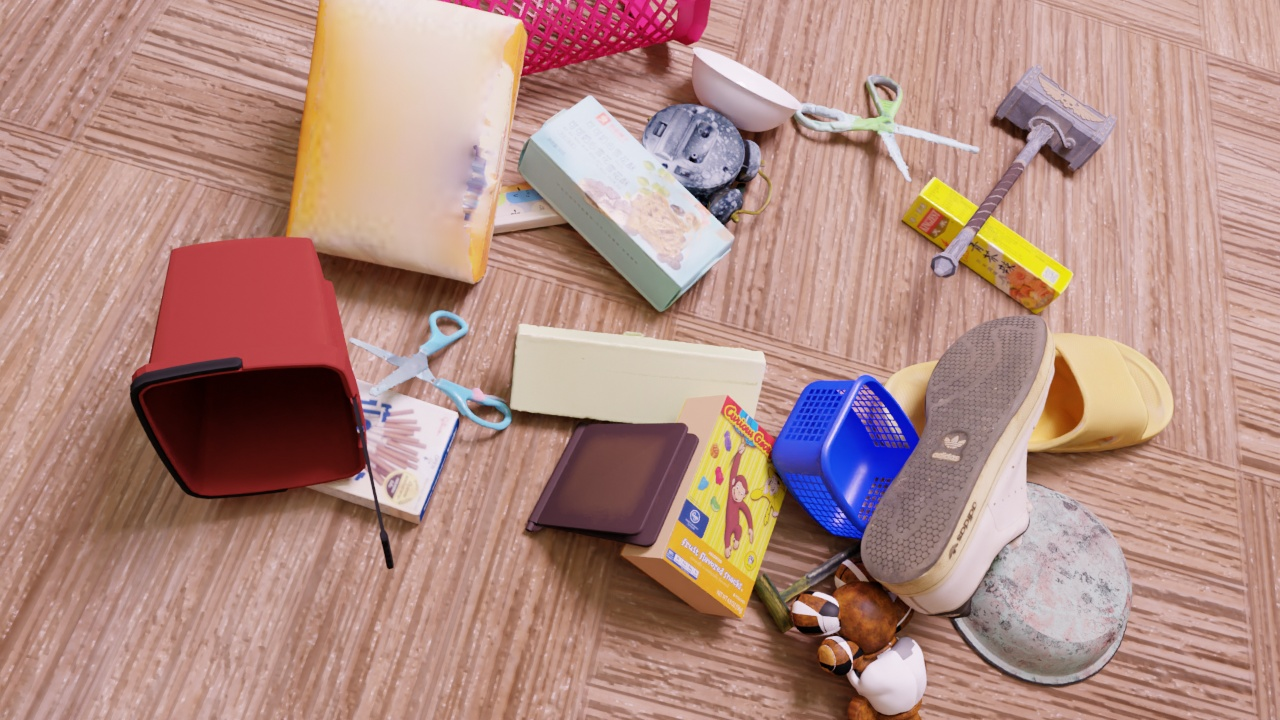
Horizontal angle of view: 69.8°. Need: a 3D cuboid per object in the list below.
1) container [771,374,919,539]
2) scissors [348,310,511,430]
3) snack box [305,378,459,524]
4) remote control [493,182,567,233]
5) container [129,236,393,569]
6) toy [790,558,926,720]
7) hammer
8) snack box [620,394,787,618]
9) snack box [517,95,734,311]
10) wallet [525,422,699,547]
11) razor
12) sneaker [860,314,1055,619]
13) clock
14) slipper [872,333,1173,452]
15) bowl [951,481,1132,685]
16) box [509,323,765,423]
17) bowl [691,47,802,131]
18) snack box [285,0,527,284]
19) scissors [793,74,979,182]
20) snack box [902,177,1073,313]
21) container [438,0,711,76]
[{"bbox_3d":[0.151,0.073,0.670,0.114,0.058,0.096,49,59,-29],"label":"container"},{"bbox_3d":[-0.150,-0.002,0.669,0.136,0.015,0.125,33,34,-37],"label":"scissors"},{"bbox_3d":[-0.213,0.053,0.654,0.150,0.026,0.081,19,63,-1],"label":"snack box"},{"bbox_3d":[-0.118,-0.124,0.760,0.125,0.018,0.038,-10,68,-13],"label":"remote control"},{"bbox_3d":[-0.227,0.038,0.561,0.127,0.148,0.200,-7,57,-15],"label":"container"},{"bbox_3d":[0.159,0.202,0.629,0.087,0.067,0.112,-26,102,-31],"label":"toy"},{"bbox_3d":[0.324,-0.159,0.808,0.098,0.044,0.321,39,54,9],"label":"hammer"},{"bbox_3d":[0.051,0.102,0.646,0.088,0.040,0.125,42,58,-31],"label":"snack box"},{"bbox_3d":[-0.013,-0.128,0.746,0.174,0.053,0.074,46,59,2],"label":"snack box"},{"bbox_3d":[-0.022,0.084,0.640,0.018,0.116,0.091,46,57,-35],"label":"wallet"},{"bbox_3d":[0.134,0.155,0.673,0.105,0.026,0.042,-25,69,-24],"label":"razor"},{"bbox_3d":[0.246,0.077,0.652,0.102,0.089,0.241,45,65,-24],"label":"sneaker"},{"bbox_3d":[0.055,-0.167,0.791,0.129,0.052,0.090,25,63,3],"label":"clock"},{"bbox_3d":[0.318,0.024,0.736,0.263,0.079,0.099,-7,66,-11],"label":"slipper"},{"bbox_3d":[0.305,0.160,0.691,0.157,0.039,0.157,4,65,-8],"label":"bowl"},{"bbox_3d":[-0.004,0.015,0.697,0.188,0.089,0.078,7,95,-8],"label":"box"},{"bbox_3d":[0.087,-0.235,0.823,0.110,0.041,0.109,23,27,-13],"label":"bowl"},{"bbox_3d":[-0.172,-0.166,0.682,0.145,0.080,0.195,11,99,-5],"label":"snack box"},{"bbox_3d":[0.219,-0.213,0.843,0.168,0.023,0.171,3,45,-3],"label":"scissors"},{"bbox_3d":[0.306,-0.102,0.813,0.148,0.040,0.028,37,64,8],"label":"snack box"},{"bbox_3d":[-0.082,-0.327,0.784,0.225,0.183,0.183,-23,71,-12],"label":"container"}]
